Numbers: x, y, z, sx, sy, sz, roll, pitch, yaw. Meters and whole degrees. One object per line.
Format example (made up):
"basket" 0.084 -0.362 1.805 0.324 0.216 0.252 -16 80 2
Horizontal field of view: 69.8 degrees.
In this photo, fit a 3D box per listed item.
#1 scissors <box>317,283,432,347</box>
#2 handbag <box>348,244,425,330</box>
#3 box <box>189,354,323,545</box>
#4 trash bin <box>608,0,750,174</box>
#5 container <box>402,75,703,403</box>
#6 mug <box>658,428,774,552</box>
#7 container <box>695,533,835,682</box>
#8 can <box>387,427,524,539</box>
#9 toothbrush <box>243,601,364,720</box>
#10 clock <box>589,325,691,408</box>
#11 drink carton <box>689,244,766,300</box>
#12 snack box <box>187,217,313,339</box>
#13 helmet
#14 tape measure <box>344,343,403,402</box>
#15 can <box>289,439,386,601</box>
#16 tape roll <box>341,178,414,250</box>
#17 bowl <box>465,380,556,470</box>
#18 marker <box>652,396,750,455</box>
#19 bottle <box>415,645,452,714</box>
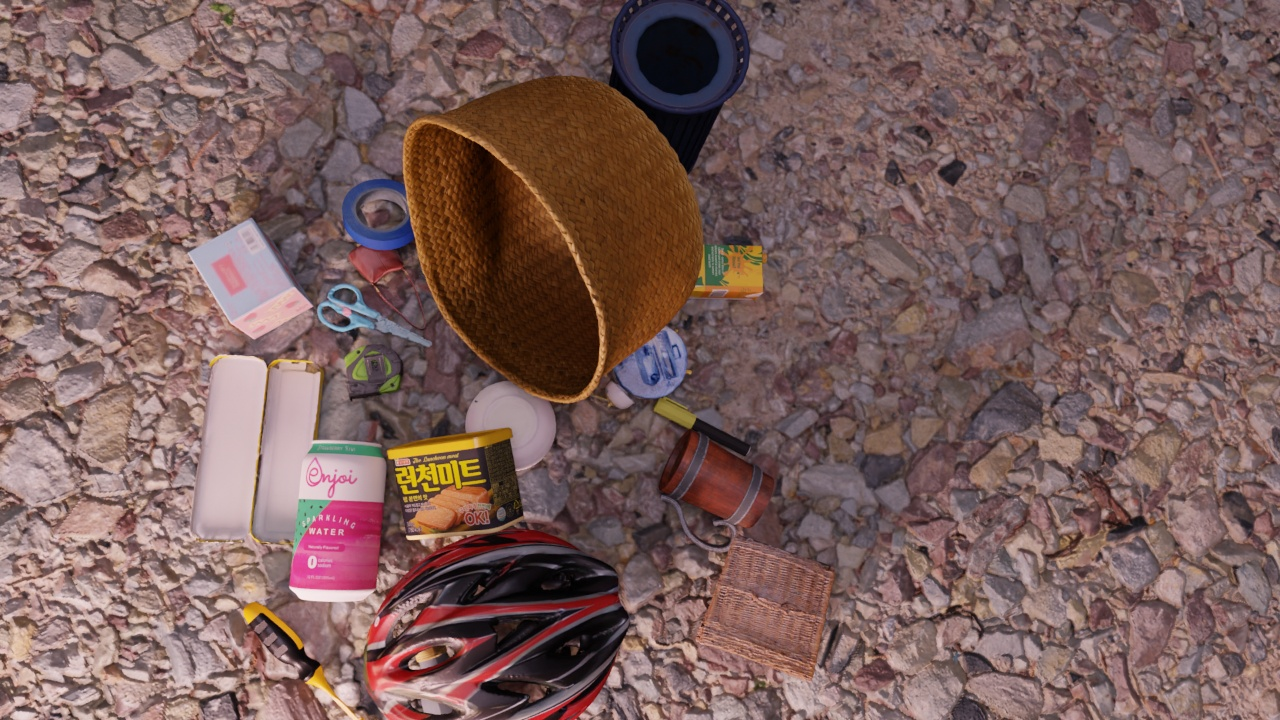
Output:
"scissors" -0.306 -0.045 1.069 0.136 0.015 0.056 24 80 -9
"handbag" -0.286 -0.087 1.071 0.055 0.029 0.119 -34 92 -17
"box" -0.427 0.099 1.024 0.127 0.023 0.209 3 81 -3
"trash bin" 0.024 -0.289 1.026 0.139 0.250 0.139 1 80 -7
"container" -0.082 -0.133 0.953 0.196 0.308 0.307 -35 86 -31
"mug" 0.080 0.154 1.053 0.111 0.081 0.117 27 96 -6
"container" 0.130 0.264 0.975 0.114 0.199 0.112 18 74 8
"can" -0.198 0.133 0.991 0.131 0.072 0.101 -9 92 25
"toothbrush" -0.356 0.335 0.989 0.031 0.030 0.196 -42 92 9
"clock" -0.006 0.006 1.063 0.125 0.052 0.089 -16 85 -8
"drink carton" 0.090 -0.107 1.111 0.122 0.041 0.058 1 80 -6
"snack box" -0.429 -0.088 1.015 0.079 0.095 0.093 -32 86 -11
"helmet" -0.141 0.281 0.935 0.271 0.167 0.217 -12 74 -27
"tape measure" -0.304 0.011 1.044 0.065 0.036 0.058 -13 82 -9
"can" -0.324 0.172 0.988 0.088 0.088 0.165 4 80 -7
"tape roll" -0.300 -0.170 1.066 0.091 0.016 0.092 30 56 7
"bowl" -0.148 0.073 1.045 0.105 0.054 0.104 1 81 -5
"marker" 0.074 0.078 1.090 0.124 0.017 0.021 27 79 -3
"bottle" -0.204 0.374 0.978 0.046 0.072 0.161 -15 82 -27
